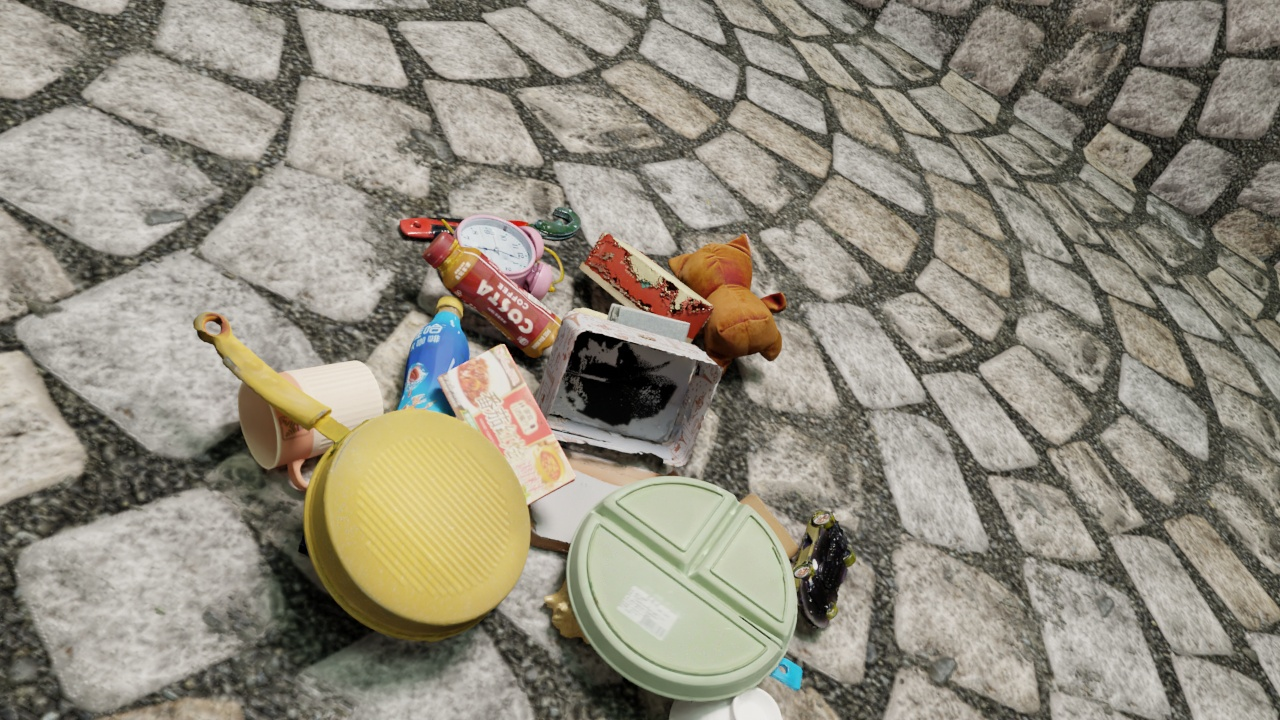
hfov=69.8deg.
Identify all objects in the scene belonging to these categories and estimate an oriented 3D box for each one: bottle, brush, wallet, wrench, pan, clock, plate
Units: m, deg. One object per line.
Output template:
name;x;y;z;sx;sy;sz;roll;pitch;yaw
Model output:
bottle;-0.170;-0.077;1.054;0.175;0.058;0.057;41;37;-19
brush;0.032;0.257;0.869;0.255;0.046;0.083;19;37;3
wallet;-0.006;0.006;1.079;0.106;0.130;0.037;13;3;-20
wrench;-0.189;-0.178;1.213;0.272;0.016;0.056;-10;54;-40
pan;-0.245;0.082;0.786;0.357;0.078;0.197;50;40;-5
clock;-0.169;-0.123;1.137;0.158;0.060;0.117;7;47;-30
wallet;0.117;0.204;1.018;0.090;0.033;0.115;49;41;15
bottle;-0.215;0.014;0.966;0.065;0.065;0.218;19;42;-17
plate;0.044;0.206;0.873;0.230;0.028;0.229;9;49;-10

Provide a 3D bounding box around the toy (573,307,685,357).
toy;-0.018;-0.025;1.144;0.157;0.066;0.105;25;-2;-4

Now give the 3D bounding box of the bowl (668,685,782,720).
bowl;0.092;0.337;0.842;0.118;0.065;0.118;17;42;-17

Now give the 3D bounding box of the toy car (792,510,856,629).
toy car;0.200;0.231;1.026;0.070;0.042;0.157;59;35;-16

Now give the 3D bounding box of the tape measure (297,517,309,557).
tape measure;-0.272;0.158;0.814;0.058;0.025;0.054;8;48;-21

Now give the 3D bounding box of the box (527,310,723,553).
box;-0.026;0.087;0.996;0.179;0.134;0.270;16;73;-19

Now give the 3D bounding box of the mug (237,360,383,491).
mug;-0.302;0.062;0.857;0.105;0.082;0.114;-15;86;-43

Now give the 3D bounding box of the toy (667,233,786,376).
toy;0.116;-0.079;1.236;0.140;0.131;0.199;-16;60;-8

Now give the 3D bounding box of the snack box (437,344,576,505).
snack box;-0.131;0.067;0.898;0.075;0.025;0.153;-28;84;-11

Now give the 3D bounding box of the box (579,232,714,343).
box;0.011;-0.100;1.172;0.168;0.076;0.091;40;12;31
